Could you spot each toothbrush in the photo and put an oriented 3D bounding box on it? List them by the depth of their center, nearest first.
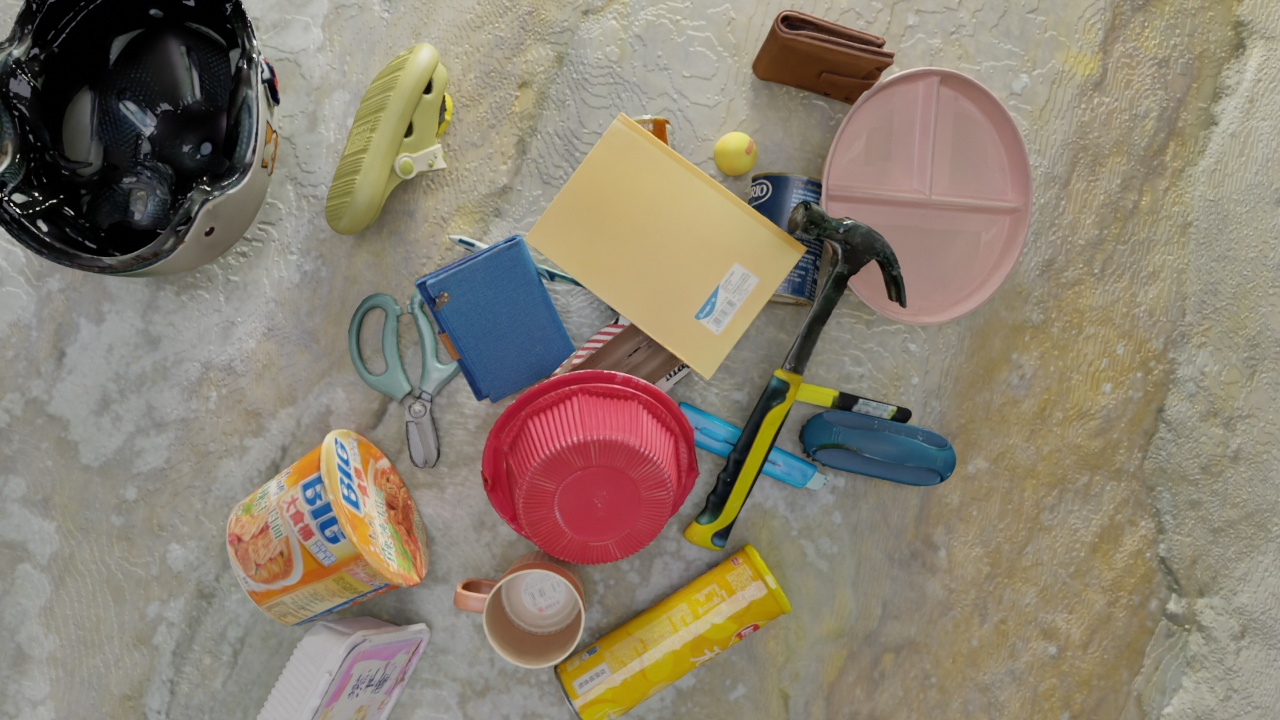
[{"bbox_3d":[-0.091,-0.080,0.861,0.191,0.016,0.018,20,98,-1],"label":"toothbrush"}]

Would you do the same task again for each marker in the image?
[{"bbox_3d":[0.197,0.040,0.868,0.124,0.015,0.018,13,89,-4],"label":"marker"}]

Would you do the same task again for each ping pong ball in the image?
[{"bbox_3d":[0.088,-0.192,0.855,0.040,0.040,0.040,0,89,-2],"label":"ping pong ball"}]

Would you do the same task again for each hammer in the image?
[{"bbox_3d":[0.126,0.030,0.808,0.126,0.032,0.324,18,107,-19],"label":"hammer"}]

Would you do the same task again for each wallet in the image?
[{"bbox_3d":[0.159,-0.266,0.814,0.108,0.132,0.031,16,92,-2],"label":"wallet"},{"bbox_3d":[-0.129,-0.035,0.828,0.106,0.040,0.133,-25,115,-2],"label":"wallet"}]

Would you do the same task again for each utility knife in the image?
[{"bbox_3d":[0.103,0.085,0.861,0.159,0.018,0.034,24,87,-2],"label":"utility knife"}]

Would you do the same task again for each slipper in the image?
[{"bbox_3d":[-0.220,-0.192,0.835,0.081,0.092,0.190,29,76,-40],"label":"slipper"}]

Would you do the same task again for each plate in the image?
[{"bbox_3d":[0.258,-0.146,0.834,0.229,0.028,0.229,-3,97,-21],"label":"plate"}]

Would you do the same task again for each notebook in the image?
[{"bbox_3d":[0.020,-0.101,0.803,0.206,0.010,0.146,37,91,5],"label":"notebook"}]

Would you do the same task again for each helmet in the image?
[{"bbox_3d":[-0.411,-0.193,0.785,0.230,0.157,0.273,0,79,1],"label":"helmet"}]

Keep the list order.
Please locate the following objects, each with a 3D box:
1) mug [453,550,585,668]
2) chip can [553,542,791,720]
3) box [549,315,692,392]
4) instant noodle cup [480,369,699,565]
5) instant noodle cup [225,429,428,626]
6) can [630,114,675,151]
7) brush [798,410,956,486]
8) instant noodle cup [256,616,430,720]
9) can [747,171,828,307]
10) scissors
[{"bbox_3d":[-0.105,0.212,0.808,0.114,0.106,0.081,9,88,-1],"label":"mug"},{"bbox_3d":[0.029,0.251,0.828,0.213,0.072,0.072,-32,90,-3],"label":"chip can"},{"bbox_3d":[-0.002,0.009,0.834,0.163,0.076,0.087,-39,69,-4],"label":"box"},{"bbox_3d":[-0.040,0.106,0.793,0.193,0.065,0.194,-4,116,-7],"label":"instant noodle cup"},{"bbox_3d":[-0.271,0.150,0.791,0.111,0.151,0.151,-28,90,6],"label":"instant noodle cup"},{"bbox_3d":[0.011,-0.146,0.843,0.058,0.058,0.147,-9,89,-2],"label":"can"},{"bbox_3d":[0.219,0.080,0.837,0.144,0.073,0.055,13,83,-1],"label":"brush"},{"bbox_3d":[-0.272,0.297,0.797,0.060,0.138,0.173,26,87,20],"label":"instant noodle cup"},{"bbox_3d":[0.130,-0.108,0.837,0.075,0.075,0.111,10,89,-2],"label":"can"},{"bbox_3d":[-0.191,0.012,0.855,0.129,0.019,0.185,-27,91,-3],"label":"scissors"}]
